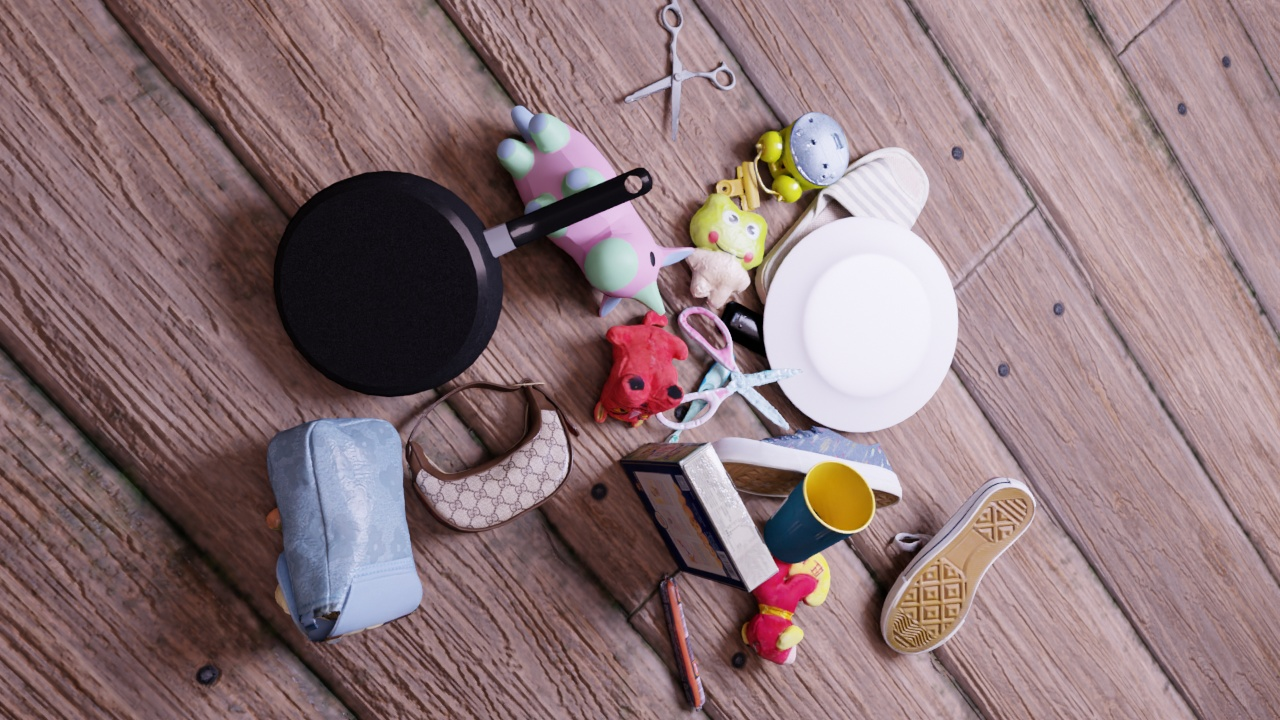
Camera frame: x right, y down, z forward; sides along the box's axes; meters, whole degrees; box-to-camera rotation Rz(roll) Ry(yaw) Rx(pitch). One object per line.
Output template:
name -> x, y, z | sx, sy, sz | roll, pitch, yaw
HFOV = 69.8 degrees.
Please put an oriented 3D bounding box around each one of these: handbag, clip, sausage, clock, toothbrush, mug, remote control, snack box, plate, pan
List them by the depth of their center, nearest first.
handbag -> -0.270, 0.148, 0.806 | 0.121, 0.119, 0.192 | 0, 75, -62
pan -> -0.157, -0.093, 0.811 | 0.356, 0.044, 0.204 | -21, 99, 7
handbag -> -0.142, 0.086, 0.887 | 0.166, 0.063, 0.138 | -27, 88, -20
snack box -> 0.055, 0.151, 0.914 | 0.042, 0.145, 0.144 | -32, 99, -22
mug -> 0.178, 0.164, 0.952 | 0.078, 0.122, 0.078 | 9, 57, -15
sausage -> 0.044, 0.299, 0.971 | 0.020, 0.020, 0.155 | -15, 93, -22
toothbrush -> 0.064, 0.044, 0.991 | 0.022, 0.017, 0.135 | 37, 75, -5
clip -> 0.109, -0.191, 1.015 | 0.048, 0.045, 0.054 | -10, 93, -47
clock -> 0.176, -0.226, 1.024 | 0.118, 0.057, 0.083 | -28, 100, -26
remote control -> 0.158, -0.017, 1.024 | 0.152, 0.020, 0.041 | 27, 78, -12
plate -> 0.252, -0.039, 1.026 | 0.242, 0.016, 0.242 | -1, 93, -15

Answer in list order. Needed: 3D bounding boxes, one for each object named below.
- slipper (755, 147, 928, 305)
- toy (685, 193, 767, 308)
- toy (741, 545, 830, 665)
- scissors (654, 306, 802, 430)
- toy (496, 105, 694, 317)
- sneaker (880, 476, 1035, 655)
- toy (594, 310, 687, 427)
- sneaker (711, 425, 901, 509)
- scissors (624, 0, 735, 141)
slipper -> 0.238, -0.149, 1.054 | 0.272, 0.054, 0.114 | -41, 98, -18
toy -> 0.089, -0.116, 0.995 | 0.092, 0.043, 0.117 | 26, 80, -20
toy -> 0.152, 0.255, 0.996 | 0.105, 0.067, 0.137 | 27, 70, -12
scissors -> 0.085, 0.028, 0.983 | 0.170, 0.014, 0.168 | 45, 76, 0
toy -> -0.053, -0.149, 0.907 | 0.120, 0.171, 0.222 | -35, 67, 14
sneaker -> 0.357, 0.229, 1.065 | 0.118, 0.087, 0.241 | 34, 100, -6
toy -> -0.006, 0.006, 0.950 | 0.088, 0.094, 0.132 | 20, 52, -12
sneaker -> 0.181, 0.105, 1.006 | 0.235, 0.088, 0.079 | 12, 59, -19
scissors -> 0.040, -0.324, 1.001 | 0.141, 0.014, 0.175 | -9, 89, -25
